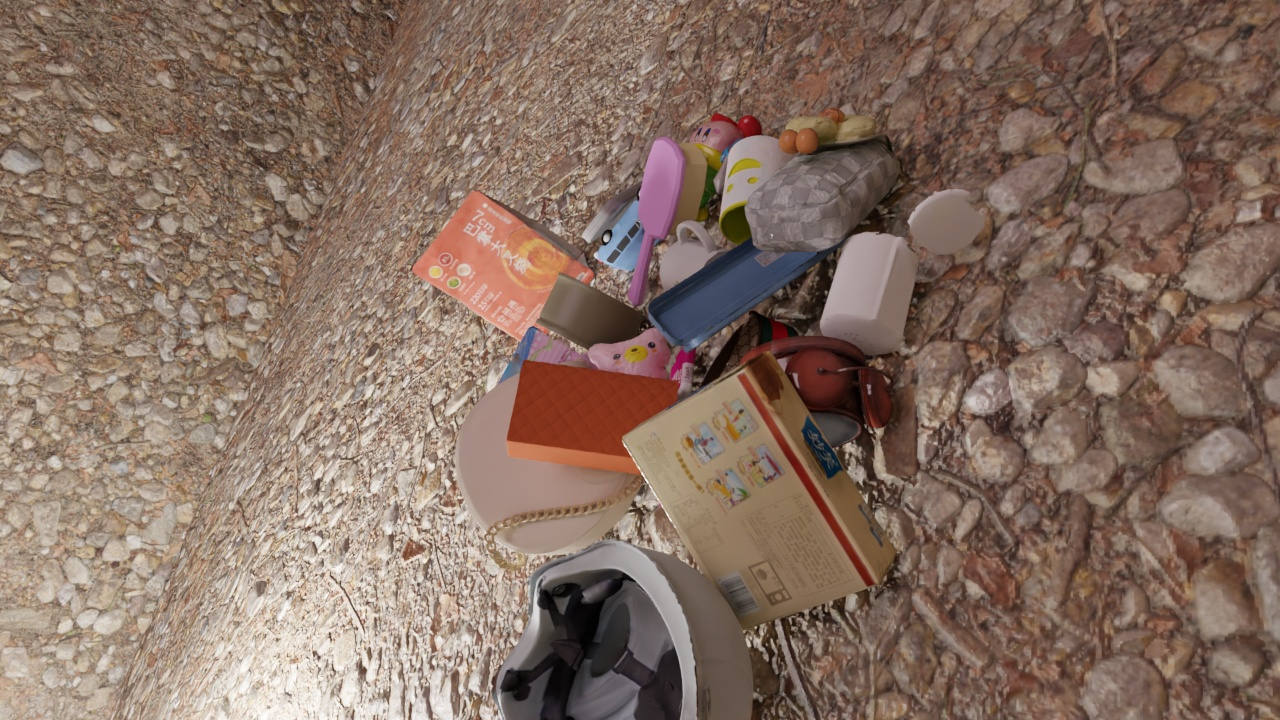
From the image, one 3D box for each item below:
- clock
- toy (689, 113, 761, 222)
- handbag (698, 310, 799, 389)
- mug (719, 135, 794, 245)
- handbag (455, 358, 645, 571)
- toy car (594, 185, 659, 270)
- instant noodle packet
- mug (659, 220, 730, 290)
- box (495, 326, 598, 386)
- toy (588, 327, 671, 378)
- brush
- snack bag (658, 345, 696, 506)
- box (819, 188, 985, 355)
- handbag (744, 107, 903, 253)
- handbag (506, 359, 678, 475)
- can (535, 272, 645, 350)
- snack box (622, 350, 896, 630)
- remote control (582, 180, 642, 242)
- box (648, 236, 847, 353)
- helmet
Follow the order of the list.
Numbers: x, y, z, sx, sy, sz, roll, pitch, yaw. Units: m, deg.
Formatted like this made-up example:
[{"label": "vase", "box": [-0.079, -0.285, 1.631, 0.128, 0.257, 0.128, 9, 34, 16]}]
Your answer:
[{"label": "clock", "box": [0.159, 0.030, 0.838, 0.158, 0.120, 0.072, -32, 49, 49]}, {"label": "toy", "box": [0.103, -0.251, 1.186, 0.131, 0.097, 0.124, -46, 38, -12]}, {"label": "handbag", "box": [0.103, 0.029, 0.983, 0.166, 0.063, 0.138, -69, 17, -6]}, {"label": "mug", "box": [0.138, -0.197, 1.075, 0.083, 0.082, 0.106, -24, 46, 43]}, {"label": "handbag", "box": [-0.111, 0.117, 1.073, 0.209, 0.103, 0.210, -37, 69, 8]}, {"label": "toy car", "box": [0.000, -0.184, 1.271, 0.154, 0.056, 0.054, -48, 53, 28]}, {"label": "instant noodle packet", "box": [-0.205, -0.137, 1.368, 0.165, 0.220, 0.084, -47, 36, 19]}, {"label": "mug", "box": [0.073, -0.114, 1.085, 0.073, 0.105, 0.089, -27, 27, -20]}, {"label": "box", "box": [-0.131, 0.085, 1.170, 0.230, 0.159, 0.066, -61, -2, 0]}, {"label": "toy", "box": [-0.007, 0.007, 1.127, 0.102, 0.050, 0.093, -15, 59, -8]}, {"label": "brush", "box": [0.028, -0.176, 1.199, 0.089, 0.043, 0.229, 52, 137, 48]}, {"label": "snack bag", "box": [0.040, 0.064, 1.045, 0.070, 0.016, 0.196, 119, 162, -59]}, {"label": "box", "box": [0.241, -0.079, 0.846, 0.144, 0.083, 0.136, -17, 51, 58]}, {"label": "handbag", "box": [0.178, -0.184, 0.921, 0.113, 0.123, 0.171, 6, 36, 35]}, {"label": "handbag", "box": [-0.050, 0.061, 0.999, 0.060, 0.172, 0.108, 97, 180, -62]}, {"label": "can", "box": [-0.066, -0.054, 1.201, 0.128, 0.127, 0.073, 27, 90, 57]}, {"label": "snack box", "box": [0.098, 0.115, 0.795, 0.154, 0.207, 0.055, -32, -1, 37]}, {"label": "remote control", "box": [-0.038, -0.213, 1.307, 0.074, 0.019, 0.150, -48, 1, 28]}, {"label": "box", "box": [0.115, -0.078, 0.969, 0.209, 0.049, 0.120, -34, 33, -15]}, {"label": "helmet", "box": [0.006, 0.282, 0.798, 0.236, 0.163, 0.264, 42, 114, 44]}]
